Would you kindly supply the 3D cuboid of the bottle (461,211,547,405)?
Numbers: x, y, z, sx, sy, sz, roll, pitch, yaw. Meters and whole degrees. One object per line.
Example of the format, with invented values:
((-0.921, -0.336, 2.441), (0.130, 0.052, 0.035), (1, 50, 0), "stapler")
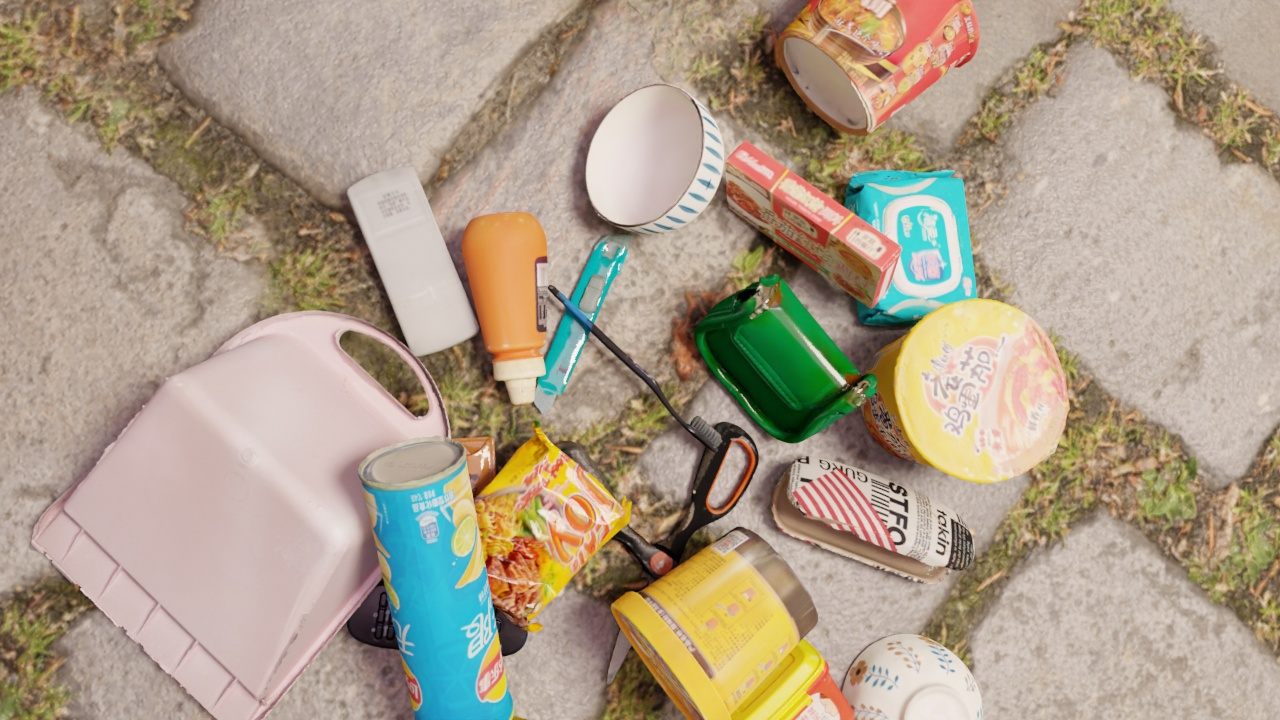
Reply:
((-0.101, -0.039, 0.719), (0.066, 0.067, 0.149), (-7, 93, -9), "bottle")

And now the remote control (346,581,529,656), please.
((-0.154, 0.197, 0.702), (0.136, 0.024, 0.053), (9, 86, -10), "remote control")

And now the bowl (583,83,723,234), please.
((0.020, -0.153, 0.733), (0.066, 0.117, 0.116), (15, 79, -51), "bowl")

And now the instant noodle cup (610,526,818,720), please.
((0.058, 0.192, 0.674), (0.114, 0.119, 0.118), (-36, 90, -17), "instant noodle cup")

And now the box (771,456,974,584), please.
((0.185, 0.133, 0.751), (0.163, 0.082, 0.075), (18, 48, -4), "box")

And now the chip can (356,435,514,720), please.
((-0.136, 0.161, 0.623), (0.071, 0.071, 0.210), (-9, 111, -9), "chip can")

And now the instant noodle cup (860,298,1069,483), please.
((0.246, 0.028, 0.733), (0.138, 0.110, 0.138), (1, 83, -8), "instant noodle cup")

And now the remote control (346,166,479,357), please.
((-0.181, -0.079, 0.730), (0.058, 0.021, 0.150), (-22, 87, -9), "remote control")

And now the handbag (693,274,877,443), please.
((0.111, -0.002, 0.713), (0.068, 0.120, 0.131), (-41, 89, -16), "handbag")

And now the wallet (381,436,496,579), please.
((-0.175, 0.113, 0.707), (0.131, 0.031, 0.107), (-1, 86, -9), "wallet")

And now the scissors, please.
((0.012, 0.141, 0.733), (0.221, 0.022, 0.233), (33, 80, -3), "scissors")

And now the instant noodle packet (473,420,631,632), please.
((-0.079, 0.126, 0.688), (0.111, 0.044, 0.128), (44, 79, -9), "instant noodle packet")

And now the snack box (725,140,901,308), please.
((0.133, -0.107, 0.726), (0.153, 0.075, 0.025), (39, 79, 18), "snack box")

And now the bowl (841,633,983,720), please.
((0.222, 0.280, 0.728), (0.113, 0.062, 0.113), (1, 85, -7), "bowl")

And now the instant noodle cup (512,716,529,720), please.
((-0.055, 0.323, 0.665), (0.124, 0.116, 0.116), (21, 82, 7), "instant noodle cup")

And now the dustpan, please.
((-0.273, 0.103, 0.683), (0.222, 0.138, 0.274), (45, 113, 2), "dustpan")

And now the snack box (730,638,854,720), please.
((0.110, 0.266, 0.702), (0.091, 0.082, 0.080), (-41, 109, -10), "snack box")

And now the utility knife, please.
((-0.048, -0.034, 0.747), (0.029, 0.013, 0.166), (23, 81, 0), "utility knife")

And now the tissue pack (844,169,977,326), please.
((0.227, -0.096, 0.774), (0.093, 0.050, 0.133), (-6, 84, -8), "tissue pack")

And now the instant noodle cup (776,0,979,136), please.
((0.187, -0.258, 0.750), (0.108, 0.138, 0.138), (-45, 91, -1), "instant noodle cup")

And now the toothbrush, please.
((-0.004, 0.004, 0.734), (0.189, 0.014, 0.016), (44, 75, 2), "toothbrush")
